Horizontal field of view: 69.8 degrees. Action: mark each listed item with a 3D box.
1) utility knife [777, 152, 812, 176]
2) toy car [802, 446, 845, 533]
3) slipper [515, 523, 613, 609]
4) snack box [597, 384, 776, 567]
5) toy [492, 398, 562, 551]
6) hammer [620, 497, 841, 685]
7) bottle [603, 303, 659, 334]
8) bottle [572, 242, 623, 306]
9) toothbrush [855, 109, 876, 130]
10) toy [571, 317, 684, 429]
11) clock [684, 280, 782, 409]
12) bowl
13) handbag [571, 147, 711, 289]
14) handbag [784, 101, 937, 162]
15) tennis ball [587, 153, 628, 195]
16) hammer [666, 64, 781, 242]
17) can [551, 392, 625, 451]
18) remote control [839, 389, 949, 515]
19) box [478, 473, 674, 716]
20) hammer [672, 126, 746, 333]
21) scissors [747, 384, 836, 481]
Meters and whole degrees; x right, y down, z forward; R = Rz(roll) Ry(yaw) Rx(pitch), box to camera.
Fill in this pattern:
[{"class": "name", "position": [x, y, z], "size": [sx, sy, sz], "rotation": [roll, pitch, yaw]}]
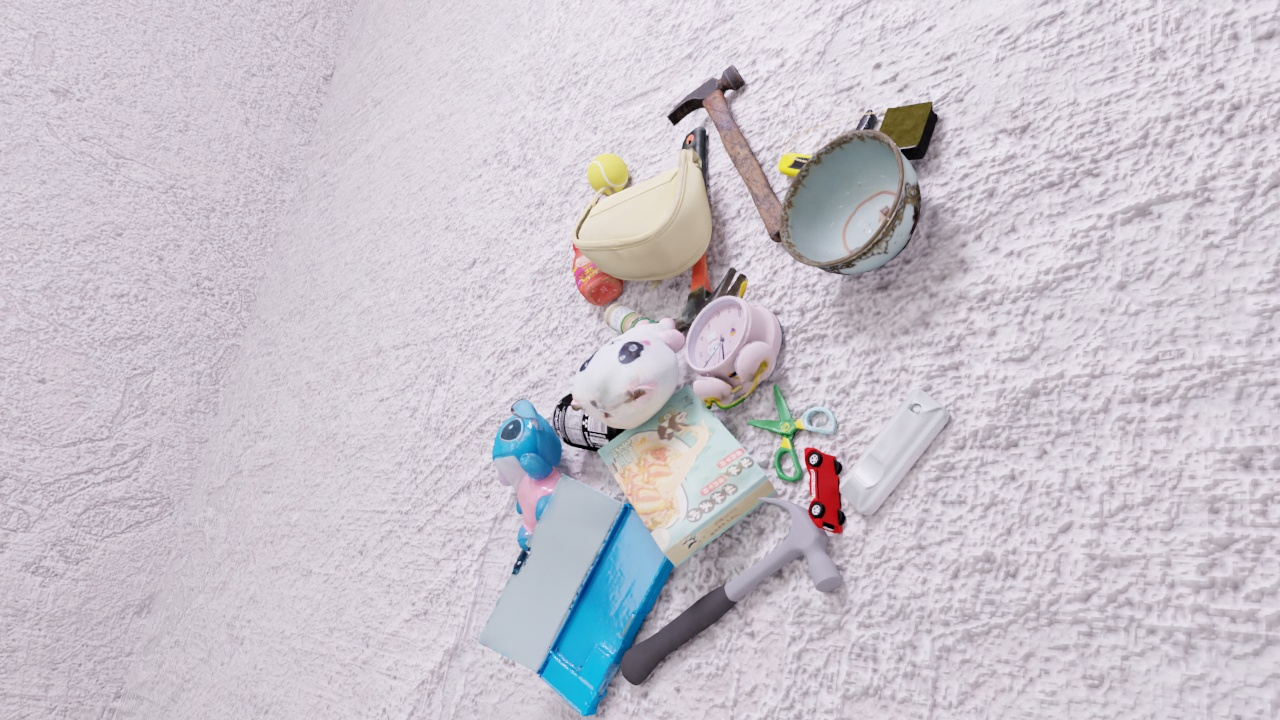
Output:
[{"class": "utility knife", "position": [0.223, -0.232, 1.110], "size": [0.175, 0.020, 0.029], "rotation": [30, 98, 58]}, {"class": "toy car", "position": [0.188, 0.133, 0.948], "size": [0.025, 0.038, 0.089], "rotation": [-26, 52, 43]}, {"class": "slipper", "position": [-0.105, 0.274, 1.204], "size": [0.214, 0.059, 0.103], "rotation": [-33, 48, 32]}, {"class": "snack box", "position": [0.050, 0.129, 1.076], "size": [0.141, 0.044, 0.193], "rotation": [-37, 40, -2]}, {"class": "toy", "position": [-0.148, 0.153, 1.270], "size": [0.225, 0.098, 0.191], "rotation": [115, 144, -57]}, {"class": "hammer", "position": [0.083, 0.265, 1.010], "size": [0.312, 0.029, 0.124], "rotation": [-44, 42, 26]}, {"class": "bottle", "position": [-0.012, -0.050, 1.288], "size": [0.110, 0.042, 0.042], "rotation": [32, 95, 53]}, {"class": "bottle", "position": [-0.069, -0.145, 1.401], "size": [0.071, 0.048, 0.134], "rotation": [-33, 44, 12]}, {"class": "toothbrush", "position": [0.239, -0.214, 1.108], "size": [0.014, 0.017, 0.188], "rotation": [33, 99, 57]}, {"class": "toy", "position": [-0.007, 0.007, 1.132], "size": [0.139, 0.101, 0.179], "rotation": [-12, 36, 34]}, {"class": "clock", "position": [0.109, -0.007, 1.096], "size": [0.117, 0.058, 0.157], "rotation": [-36, 40, 33]}, {"class": "bowl", "position": [0.242, -0.158, 1.001], "size": [0.160, 0.093, 0.159], "rotation": [-27, 51, 39]}, {"class": "handbag", "position": [0.004, -0.192, 1.278], "size": [0.233, 0.088, 0.190], "rotation": [-12, 48, 45]}, {"class": "handbag", "position": [0.250, -0.257, 1.069], "size": [0.178, 0.027, 0.083], "rotation": [2, 57, 38]}, {"class": "tennis ball", "position": [-0.052, -0.295, 1.453], "size": [0.065, 0.065, 0.065], "rotation": [-27, 51, 39]}, {"class": "hammer", "position": [0.130, -0.271, 1.239], "size": [0.120, 0.033, 0.329], "rotation": [-33, 49, 17]}, {"class": "can", "position": [-0.050, 0.083, 1.226], "size": [0.146, 0.080, 0.080], "rotation": [4, 73, 51]}, {"class": "remote control", "position": [0.249, 0.091, 0.912], "size": [0.133, 0.022, 0.050], "rotation": [-55, 38, 12]}, {"class": "box", "position": [-0.070, 0.281, 1.122], "size": [0.175, 0.059, 0.243], "rotation": [28, 94, 16]}, {"class": "hammer", "position": [0.079, -0.191, 1.270], "size": [0.133, 0.033, 0.332], "rotation": [-30, 49, 39]}, {"class": "scissors", "position": [0.171, 0.073, 1.025], "size": [0.123, 0.011, 0.126], "rotation": [-36, 47, 31]}]
